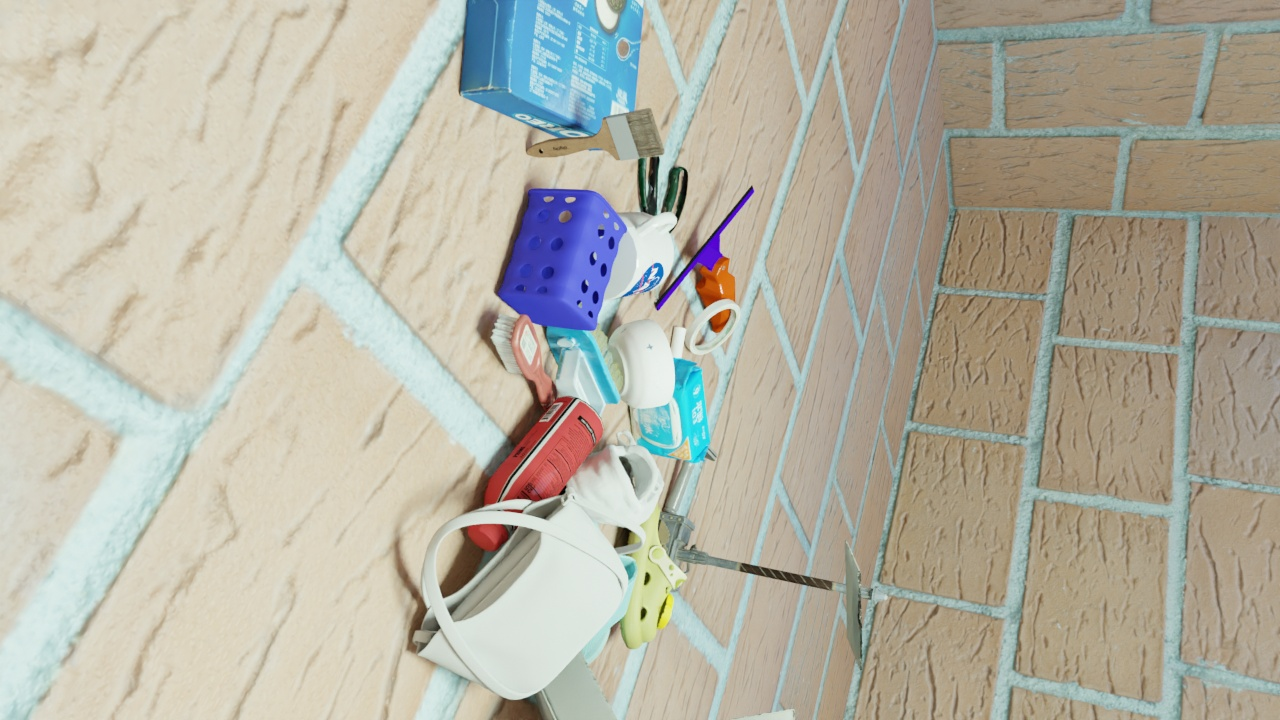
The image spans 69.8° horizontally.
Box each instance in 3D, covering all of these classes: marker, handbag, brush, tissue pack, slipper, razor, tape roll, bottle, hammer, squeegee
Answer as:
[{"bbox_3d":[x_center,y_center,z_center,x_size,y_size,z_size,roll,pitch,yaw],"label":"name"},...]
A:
[{"bbox_3d":[0.044,0.020,1.250,0.020,0.017,0.133,24,74,-65],"label":"marker"},{"bbox_3d":[-0.113,0.192,0.840,0.215,0.095,0.223,-45,135,-9],"label":"handbag"},{"bbox_3d":[-0.047,-0.204,0.862,0.008,0.143,0.045,-58,136,-44],"label":"brush"},{"bbox_3d":[0.032,0.061,1.152,0.061,0.093,0.144,-38,129,-47],"label":"tissue pack"},{"bbox_3d":[-0.017,0.133,1.043,0.246,0.075,0.112,28,48,-75],"label":"slipper"},{"bbox_3d":[-0.056,0.254,1.024,0.115,0.069,0.277,-51,145,-42],"label":"slipper"},{"bbox_3d":[0.062,0.163,1.300,0.116,0.047,0.088,-67,151,-15],"label":"razor"},{"bbox_3d":[-0.113,0.006,0.908,0.172,0.030,0.040,77,27,-62],"label":"brush"},{"bbox_3d":[-0.066,0.003,0.973,0.136,0.055,0.075,69,32,-43],"label":"brush"},{"bbox_3d":[0.103,-0.047,1.303,0.093,0.013,0.093,-30,149,-21],"label":"tape roll"},{"bbox_3d":[0.017,0.268,1.162,0.092,0.081,0.190,120,-23,-78],"label":"slipper"},{"bbox_3d":[-0.105,0.112,0.903,0.176,0.062,0.062,-52,141,-38],"label":"bottle"},{"bbox_3d":[0.153,0.271,1.182,0.044,0.323,0.098,48,53,-57],"label":"hammer"},{"bbox_3d":[0.110,-0.101,1.313,0.249,0.055,0.185,-52,154,-26],"label":"squeegee"}]

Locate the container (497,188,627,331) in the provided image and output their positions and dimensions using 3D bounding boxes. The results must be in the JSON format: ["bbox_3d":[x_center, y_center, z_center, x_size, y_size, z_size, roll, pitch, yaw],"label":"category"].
[{"bbox_3d":[-0.076,-0.097,0.896,0.084,0.085,0.113,42,59,-59],"label":"container"}]

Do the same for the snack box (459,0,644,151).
[{"bbox_3d":[-0.074,-0.322,0.880,0.238,0.056,0.195,1,95,-63],"label":"snack box"}]

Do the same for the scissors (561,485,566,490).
[{"bbox_3d":[-0.091,0.129,0.993,0.138,0.019,0.129,29,69,-64],"label":"scissors"}]

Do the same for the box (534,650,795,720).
[{"bbox_3d":[0.089,0.424,0.877,0.148,0.507,0.167,-47,138,-45],"label":"box"}]

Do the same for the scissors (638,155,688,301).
[{"bbox_3d":[0.032,-0.175,1.183,0.154,0.015,0.209,-22,115,-63],"label":"scissors"}]

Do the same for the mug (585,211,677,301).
[{"bbox_3d":[-0.012,-0.122,0.985,0.091,0.121,0.090,58,28,6],"label":"mug"}]

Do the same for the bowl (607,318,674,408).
[{"bbox_3d":[-0.006,0.006,1.061,0.054,0.105,0.105,-12,111,-21],"label":"bowl"}]
